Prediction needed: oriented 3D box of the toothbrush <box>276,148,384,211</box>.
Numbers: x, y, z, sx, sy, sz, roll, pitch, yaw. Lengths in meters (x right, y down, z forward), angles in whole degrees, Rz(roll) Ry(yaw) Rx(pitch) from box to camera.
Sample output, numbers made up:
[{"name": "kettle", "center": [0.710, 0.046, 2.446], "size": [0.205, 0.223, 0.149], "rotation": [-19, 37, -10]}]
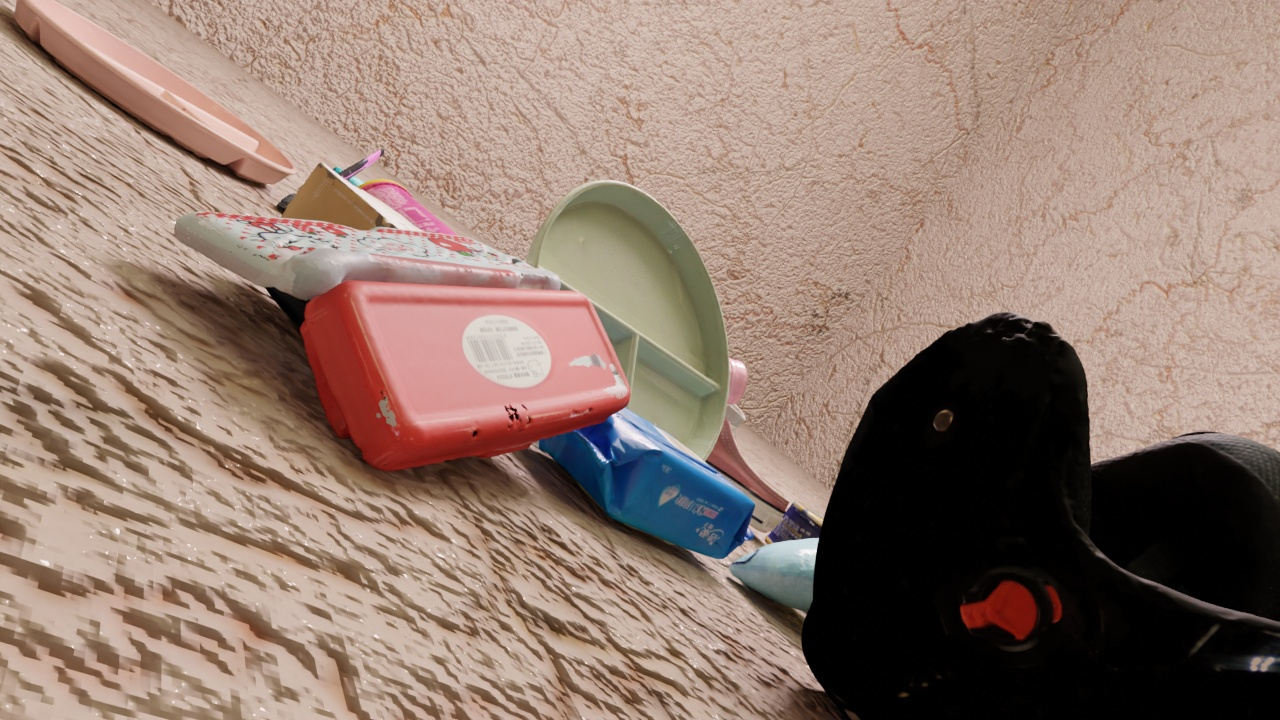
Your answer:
[{"name": "toothbrush", "center": [-0.263, -0.159, 0.796], "size": [0.018, 0.014, 0.188], "rotation": [26, 28, -4]}]

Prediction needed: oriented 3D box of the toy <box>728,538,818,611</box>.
[{"name": "toy", "center": [0.141, 0.147, 0.618], "size": [0.161, 0.049, 0.157], "rotation": [15, -17, -34]}]

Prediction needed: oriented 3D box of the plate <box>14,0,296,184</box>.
[{"name": "plate", "center": [-0.387, -0.213, 0.741], "size": [0.229, 0.028, 0.229], "rotation": [36, 4, -3]}]

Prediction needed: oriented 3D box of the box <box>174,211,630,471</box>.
[{"name": "box", "center": [-0.092, -0.023, 0.433], "size": [0.160, 0.064, 0.200], "rotation": [47, 20, 16]}]

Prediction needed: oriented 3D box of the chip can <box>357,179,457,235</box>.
[{"name": "chip can", "center": [-0.150, -0.061, 0.692], "size": [0.210, 0.071, 0.071], "rotation": [39, 4, 34]}]

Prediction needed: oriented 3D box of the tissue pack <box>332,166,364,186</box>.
[{"name": "tissue pack", "center": [-0.238, -0.123, 0.846], "size": [0.133, 0.050, 0.093], "rotation": [38, 5, 34]}]

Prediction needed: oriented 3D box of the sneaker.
[{"name": "sneaker", "center": [0.047, 0.062, 0.873], "size": [0.241, 0.088, 0.118], "rotation": [34, 2, 13]}]

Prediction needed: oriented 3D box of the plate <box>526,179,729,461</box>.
[{"name": "plate", "center": [-0.006, -0.018, 0.676], "size": [0.028, 0.229, 0.230], "rotation": [-12, -32, 36]}]

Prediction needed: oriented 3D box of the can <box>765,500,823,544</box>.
[{"name": "can", "center": [0.187, 0.191, 0.908], "size": [0.148, 0.049, 0.074], "rotation": [34, 3, -37]}]

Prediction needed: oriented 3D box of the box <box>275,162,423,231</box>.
[{"name": "box", "center": [-0.167, -0.062, 0.604], "size": [0.184, 0.063, 0.089], "rotation": [36, 1, 35]}]

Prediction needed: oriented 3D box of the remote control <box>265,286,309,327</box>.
[{"name": "remote control", "center": [-0.136, -0.009, 0.454], "size": [0.136, 0.024, 0.053], "rotation": [37, 7, -8]}]

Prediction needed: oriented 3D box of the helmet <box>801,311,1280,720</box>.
[{"name": "helmet", "center": [0.205, 0.120, 0.426], "size": [0.233, 0.230, 0.275], "rotation": [18, 11, -30]}]

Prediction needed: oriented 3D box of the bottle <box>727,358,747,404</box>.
[{"name": "bottle", "center": [-0.005, 0.005, 0.770], "size": [0.196, 0.068, 0.068], "rotation": [11, 13, -23]}]

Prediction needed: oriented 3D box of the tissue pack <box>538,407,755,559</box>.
[{"name": "tissue pack", "center": [0.000, 0.069, 0.561], "size": [0.157, 0.052, 0.095], "rotation": [34, 2, -44]}]
